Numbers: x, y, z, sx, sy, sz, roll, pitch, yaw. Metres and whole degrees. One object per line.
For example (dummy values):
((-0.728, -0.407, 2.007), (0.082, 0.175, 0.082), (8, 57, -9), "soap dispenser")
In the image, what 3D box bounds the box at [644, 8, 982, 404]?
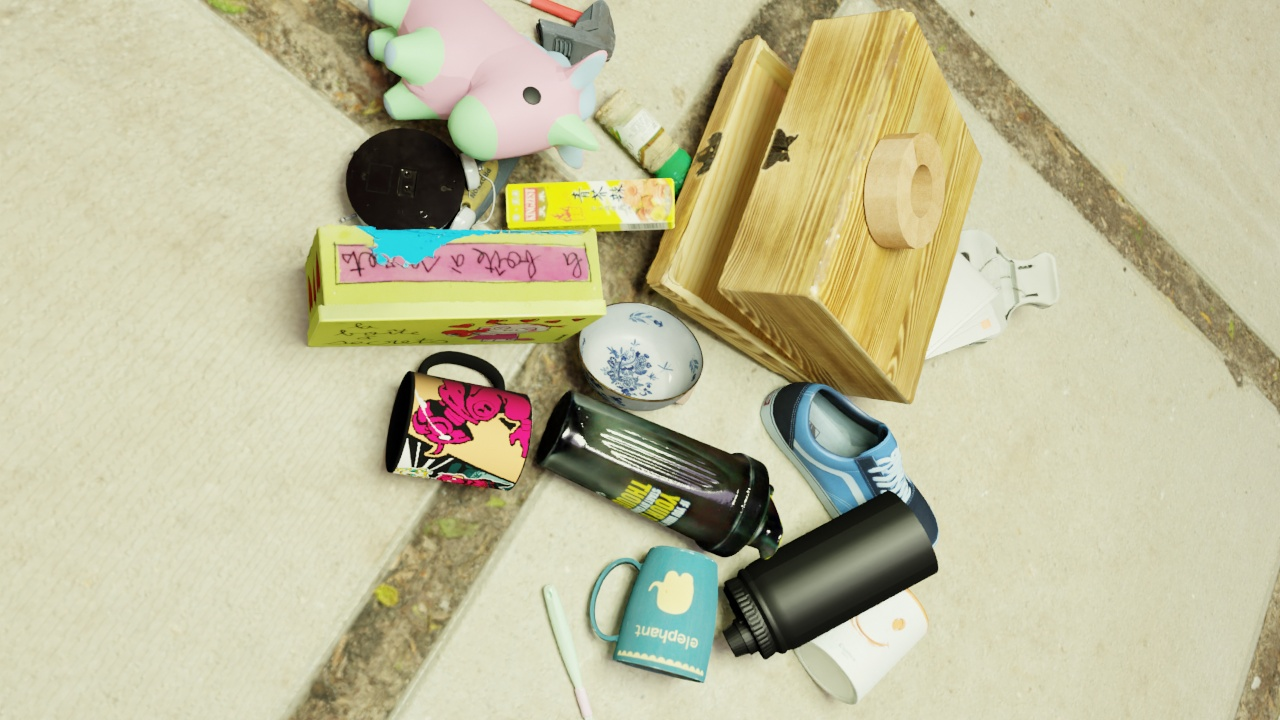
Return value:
((0.179, -0.132, 0.873), (0.251, 0.192, 0.278), (35, 68, -45), "box")

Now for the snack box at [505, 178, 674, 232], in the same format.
((-0.044, -0.136, 0.813), (0.148, 0.029, 0.040), (-2, 85, 3), "snack box")

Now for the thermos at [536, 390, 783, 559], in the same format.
((0.021, 0.101, 0.816), (0.220, 0.098, 0.098), (25, 73, -14), "thermos")

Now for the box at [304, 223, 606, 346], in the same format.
((-0.152, -0.056, 0.737), (0.220, 0.125, 0.079), (-5, 83, -27), "box")

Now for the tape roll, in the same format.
((0.218, -0.139, 0.755), (0.093, 0.027, 0.094), (-12, 106, -49), "tape roll")

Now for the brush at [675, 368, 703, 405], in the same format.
((-0.007, -0.009, 0.858), (0.135, 0.015, 0.049), (30, 76, -13), "brush")

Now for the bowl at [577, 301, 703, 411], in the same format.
((-0.005, 0.005, 0.812), (0.114, 0.045, 0.114), (9, 48, -10), "bowl")

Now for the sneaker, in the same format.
((0.225, 0.114, 0.899), (0.241, 0.098, 0.083), (44, 68, -13), "sneaker")

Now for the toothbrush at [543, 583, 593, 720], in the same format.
((-0.058, 0.268, 0.795), (0.022, 0.015, 0.154), (-16, 91, 9), "toothbrush")

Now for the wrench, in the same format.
((-0.102, -0.225, 0.832), (0.073, 0.022, 0.272), (33, 73, -14), "wrench")

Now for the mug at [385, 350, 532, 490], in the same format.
((-0.149, 0.043, 0.755), (0.098, 0.082, 0.117), (13, 50, -23), "mug")

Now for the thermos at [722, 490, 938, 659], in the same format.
((0.163, 0.203, 0.844), (0.198, 0.086, 0.086), (-27, 95, -5), "thermos")

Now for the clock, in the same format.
((-0.183, -0.141, 0.766), (0.122, 0.035, 0.094), (7, 78, -10), "clock")

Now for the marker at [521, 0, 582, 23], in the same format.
((-0.113, -0.340, 0.851), (0.142, 0.013, 0.012), (14, 77, -22), "marker")

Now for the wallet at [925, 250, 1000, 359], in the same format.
((0.311, -0.051, 0.960), (0.118, 0.037, 0.115), (-41, 80, -1), "wallet")

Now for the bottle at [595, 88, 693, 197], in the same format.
((0.008, -0.207, 0.873), (0.111, 0.043, 0.043), (44, 68, -13), "bottle")

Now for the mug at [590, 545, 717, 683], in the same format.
((0.013, 0.217, 0.806), (0.112, 0.084, 0.104), (13, 70, 6), "mug")

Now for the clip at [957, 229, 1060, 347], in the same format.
((0.377, -0.080, 1.014), (0.152, 0.101, 0.126), (-5, 86, -11), "clip")

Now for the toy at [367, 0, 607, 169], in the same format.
((-0.130, -0.248, 0.766), (0.171, 0.120, 0.222), (-9, 56, -21), "toy")

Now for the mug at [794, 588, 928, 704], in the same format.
((0.212, 0.264, 0.883), (0.105, 0.082, 0.082), (-36, 99, -23), "mug")
